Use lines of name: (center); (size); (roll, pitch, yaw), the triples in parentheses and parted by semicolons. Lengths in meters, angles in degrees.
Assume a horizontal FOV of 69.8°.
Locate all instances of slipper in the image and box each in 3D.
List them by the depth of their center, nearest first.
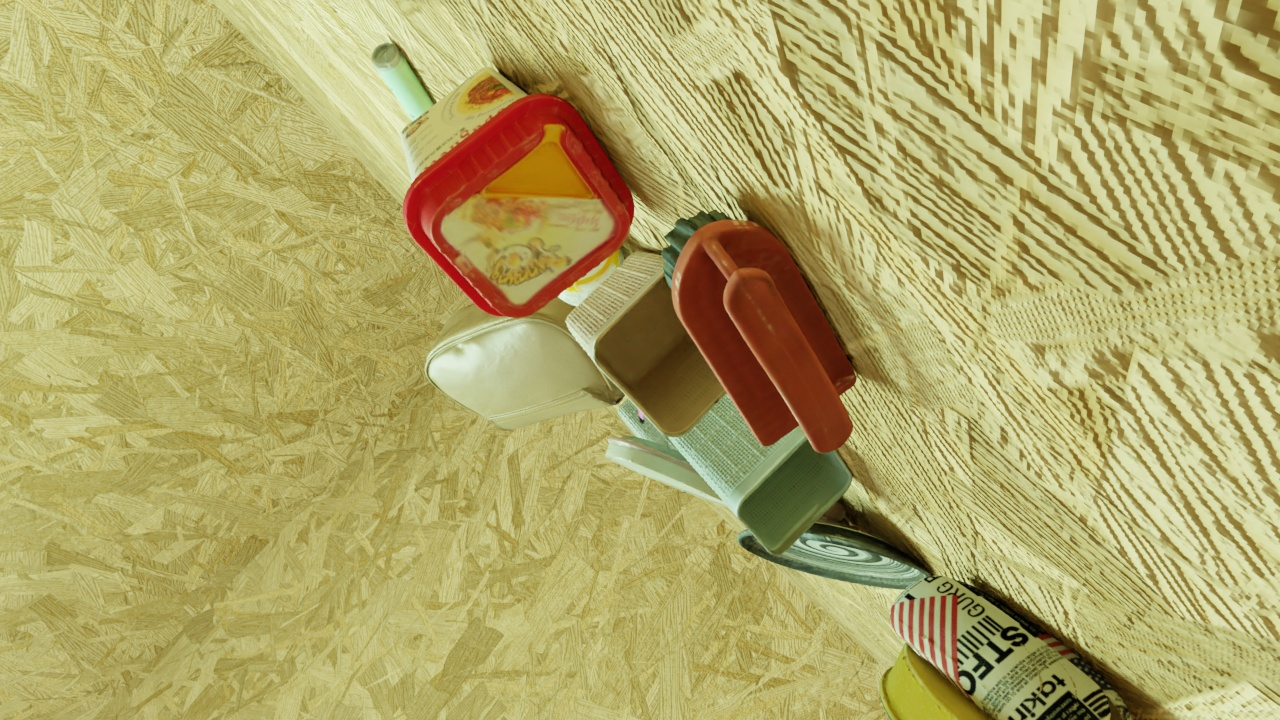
slipper: (0.094, 0.114, 0.878); (0.274, 0.054, 0.114); (22, 171, -19)

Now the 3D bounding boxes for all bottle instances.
bottle: (-0.043, -0.071, 0.719); (0.063, 0.063, 0.108); (43, 174, 15)

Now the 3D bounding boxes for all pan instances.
pan: (0.223, 0.278, 0.578); (0.198, 0.078, 0.356); (27, -168, 26)

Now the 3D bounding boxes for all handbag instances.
handbag: (-0.110, -0.006, 0.916); (0.205, 0.099, 0.148); (-15, 127, 37)

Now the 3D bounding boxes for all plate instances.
plate: (0.177, 0.174, 0.838); (0.179, 0.024, 0.180); (13, 161, 5)

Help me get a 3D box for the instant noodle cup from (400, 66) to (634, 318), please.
instant noodle cup: (-0.084, -0.109, 0.559); (0.116, 0.116, 0.124); (51, -178, -45)

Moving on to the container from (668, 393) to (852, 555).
container: (0.091, 0.077, 0.732); (0.111, 0.090, 0.090); (42, 175, 47)

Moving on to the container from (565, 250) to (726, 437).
container: (0.009, -0.018, 0.629); (0.090, 0.090, 0.111); (46, 177, -21)

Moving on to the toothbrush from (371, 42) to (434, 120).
toothbrush: (-0.203, -0.230, 0.882); (0.027, 0.026, 0.224); (21, 168, 12)

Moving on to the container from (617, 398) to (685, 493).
container: (0.041, 0.079, 1.073); (0.114, 0.090, 0.090); (46, 174, 19)

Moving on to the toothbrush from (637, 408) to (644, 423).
toothbrush: (-0.005, 0.005, 0.833); (0.014, 0.017, 0.189); (52, 160, 33)

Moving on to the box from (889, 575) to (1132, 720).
box: (0.253, 0.216, 0.635); (0.085, 0.075, 0.162); (54, 168, -32)

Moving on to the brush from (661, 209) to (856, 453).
brush: (0.061, -0.012, 0.443); (0.146, 0.063, 0.069); (52, -178, -43)
